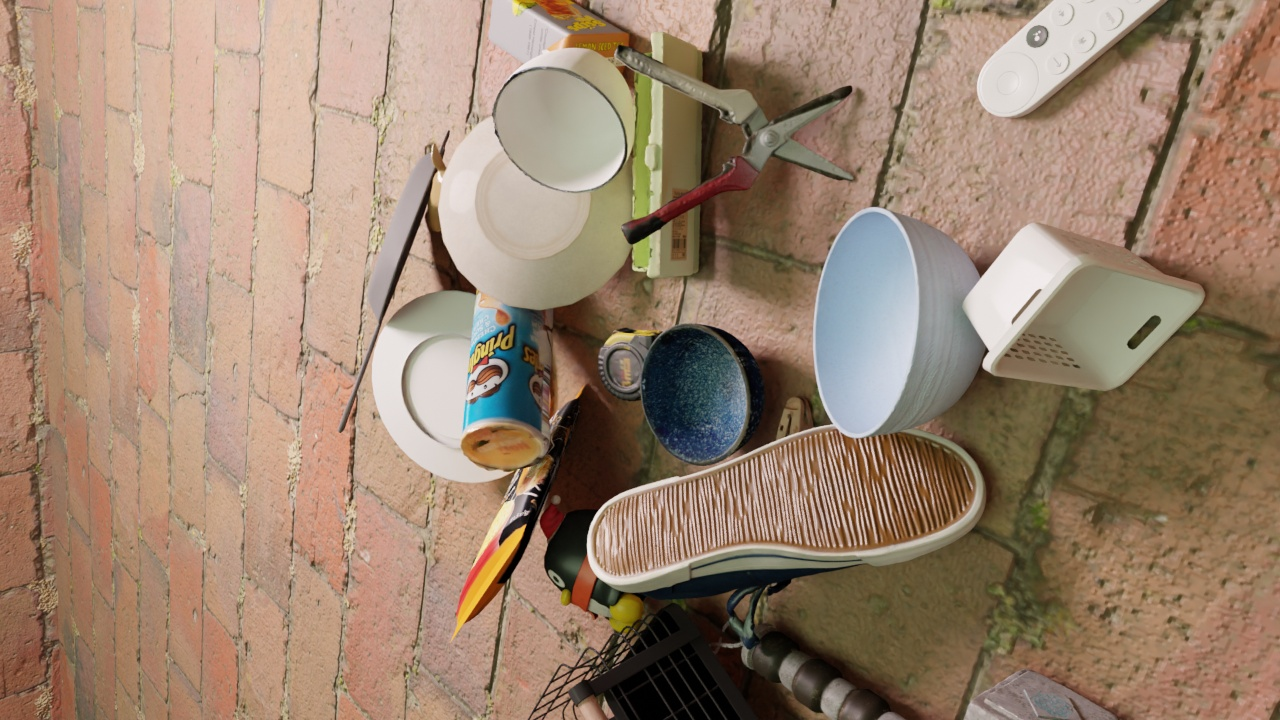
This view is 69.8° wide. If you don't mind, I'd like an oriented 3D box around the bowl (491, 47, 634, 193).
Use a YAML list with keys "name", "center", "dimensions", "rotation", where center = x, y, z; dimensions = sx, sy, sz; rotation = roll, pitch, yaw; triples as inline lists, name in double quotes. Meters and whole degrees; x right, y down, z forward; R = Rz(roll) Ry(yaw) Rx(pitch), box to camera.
- name: "bowl"
  center: [-0.056, -0.203, 0.753]
  dimensions: [0.116, 0.065, 0.116]
  rotation: [12, 138, 11]

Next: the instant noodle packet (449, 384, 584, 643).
- name: "instant noodle packet"
  center: [-0.112, 0.137, 0.857]
  dimensions: [0.032, 0.220, 0.160]
  rotation: [29, 125, -7]

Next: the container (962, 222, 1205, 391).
- name: "container"
  center: [0.246, -0.032, 0.522]
  dimensions: [0.081, 0.129, 0.049]
  rotation: [-60, 39, 32]

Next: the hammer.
- name: "hammer"
  center: [0.173, 0.267, 0.676]
  dimensions: [0.327, 0.079, 0.177]
  rotation: [23, 113, 46]

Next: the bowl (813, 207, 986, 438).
- name: "bowl"
  center: [0.177, -0.022, 0.601]
  dimensions: [0.151, 0.074, 0.150]
  rotation: [-178, 91, -77]

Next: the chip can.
- name: "chip can"
  center: [-0.119, -0.012, 0.853]
  dimensions: [0.080, 0.079, 0.229]
  rotation: [-42, 38, 40]

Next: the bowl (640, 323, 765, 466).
- name: "bowl"
  center: [0.060, 0.023, 0.748]
  dimensions: [0.114, 0.060, 0.114]
  rotation: [11, 106, 42]

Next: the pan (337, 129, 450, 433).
- name: "pan"
  center: [-0.273, -0.079, 0.975]
  dimensions: [0.216, 0.024, 0.355]
  rotation: [-108, 40, -68]

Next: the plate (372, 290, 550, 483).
- name: "plate"
  center: [-0.193, 0.031, 0.959]
  dimensions: [0.209, 0.015, 0.209]
  rotation: [4, 104, 17]

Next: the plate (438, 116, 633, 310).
- name: "plate"
  center: [-0.093, -0.141, 0.820]
  dimensions: [0.189, 0.027, 0.188]
  rotation: [0, 89, 8]

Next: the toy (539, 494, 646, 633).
- name: "toy"
  center: [-0.041, 0.180, 0.836]
  dimensions: [0.119, 0.099, 0.098]
  rotation: [22, 156, 8]

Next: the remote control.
- name: "remote control"
  center: [0.261, -0.199, 0.548]
  dimensions: [0.137, 0.013, 0.043]
  rotation: [-42, 68, 40]

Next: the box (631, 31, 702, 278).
- name: "box"
  center: [0.025, -0.163, 0.754]
  dimensions: [0.130, 0.064, 0.188]
  rotation: [-118, 28, -81]

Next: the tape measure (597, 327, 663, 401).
- name: "tape measure"
  center: [-0.005, 0.005, 0.827]
  dimensions: [0.063, 0.038, 0.067]
  rotation: [6, 104, 35]

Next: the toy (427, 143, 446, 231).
- name: "toy"
  center: [-0.152, -0.167, 0.896]
  dimensions: [0.134, 0.108, 0.106]
  rotation: [13, 119, 42]

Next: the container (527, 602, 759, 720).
- name: "container"
  center: [-0.007, 0.341, 0.786]
  dimensions: [0.162, 0.130, 0.242]
  rotation: [53, 142, 24]

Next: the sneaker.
- name: "sneaker"
  center: [0.114, 0.136, 0.692]
  dimensions: [0.295, 0.127, 0.120]
  rotation: [-17, 55, 24]

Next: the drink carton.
- name: "drink carton"
  center: [-0.075, -0.288, 0.820]
  dimensions: [0.125, 0.076, 0.049]
  rotation: [42, 133, 34]

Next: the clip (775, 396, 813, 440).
- name: "clip"
  center: [0.117, 0.060, 0.714]
  dimensions: [0.024, 0.041, 0.061]
  rotation: [1, 103, 43]

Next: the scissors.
- name: "scissors"
  center: [0.053, -0.170, 0.676]
  dimensions: [0.199, 0.015, 0.179]
  rotation: [-34, 93, 10]
